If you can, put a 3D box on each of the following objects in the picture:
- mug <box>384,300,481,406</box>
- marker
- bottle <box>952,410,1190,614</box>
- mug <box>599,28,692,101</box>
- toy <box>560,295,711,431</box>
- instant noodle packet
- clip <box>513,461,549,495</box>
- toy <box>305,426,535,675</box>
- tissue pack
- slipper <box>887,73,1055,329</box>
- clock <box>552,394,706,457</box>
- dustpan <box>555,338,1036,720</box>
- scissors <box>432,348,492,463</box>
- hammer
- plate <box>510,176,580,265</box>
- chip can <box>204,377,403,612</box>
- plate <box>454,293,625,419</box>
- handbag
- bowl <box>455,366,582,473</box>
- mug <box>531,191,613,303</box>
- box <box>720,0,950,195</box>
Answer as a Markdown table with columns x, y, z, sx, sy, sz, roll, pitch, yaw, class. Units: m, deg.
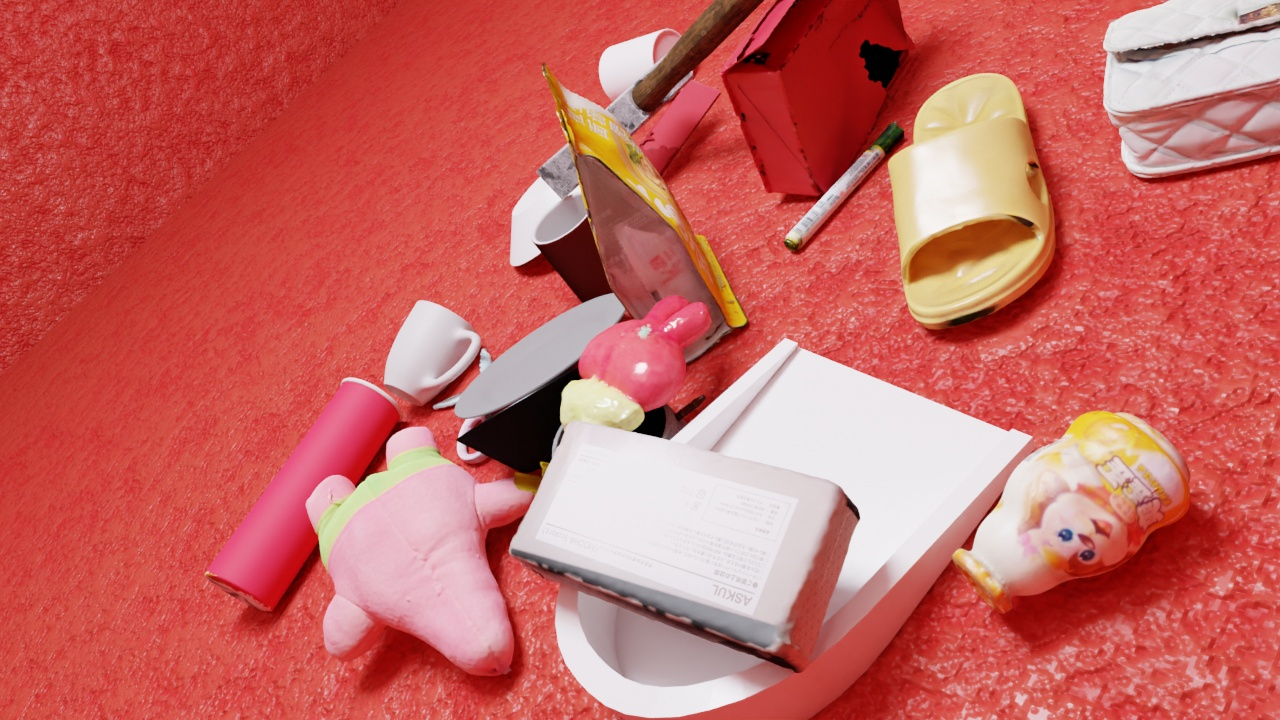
| x | y | z | sx | sy | sz | roll | pitch | yaw | class |
| --- | --- | --- | --- | --- | --- | --- | --- | --- | --- |
| -0.203 | -0.001 | 0.910 | 0.107 | 0.071 | 0.089 | 8 | 64 | 43 | mug |
| 0.171 | -0.146 | 0.769 | 0.146 | 0.017 | 0.017 | -46 | 34 | -12 | marker |
| 0.202 | 0.074 | 0.438 | 0.108 | 0.063 | 0.063 | -39 | 33 | 1 | bottle |
| 0.018 | -0.365 | 1.136 | 0.091 | 0.074 | 0.110 | 1 | 25 | 44 | mug |
| -0.004 | 0.004 | 0.643 | 0.092 | 0.045 | 0.135 | 19 | 61 | 45 | toy |
| -0.010 | -0.123 | 0.732 | 0.084 | 0.221 | 0.162 | -28 | 36 | 10 | instant noodle packet |
| -0.070 | 0.100 | 0.688 | 0.048 | 0.054 | 0.046 | 28 | 92 | 30 | clip |
| -0.157 | 0.147 | 0.679 | 0.191 | 0.097 | 0.237 | -38 | 47 | -13 | toy |
| 0.026 | 0.094 | 0.501 | 0.182 | 0.071 | 0.103 | 6 | 61 | 40 | tissue pack |
| 0.230 | -0.136 | 0.649 | 0.100 | 0.078 | 0.262 | -14 | 41 | 29 | slipper |
| -0.021 | 0.077 | 0.653 | 0.104 | 0.056 | 0.147 | 20 | 60 | 43 | clock |
| 0.066 | 0.097 | 0.535 | 0.257 | 0.053 | 0.192 | -49 | 39 | -12 | dustpan |
| -0.138 | 0.034 | 0.855 | 0.171 | 0.013 | 0.175 | -18 | 38 | 28 | scissors |
| 0.039 | -0.271 | 0.809 | 0.217 | 0.037 | 0.301 | -50 | 11 | -33 | hammer |
| -0.095 | -0.181 | 1.009 | 0.174 | 0.036 | 0.173 | -38 | 23 | 19 | plate |
| -0.312 | 0.123 | 0.866 | 0.069 | 0.069 | 0.220 | -4 | 47 | 41 | chip can |
| -0.083 | -0.002 | 0.794 | 0.178 | 0.012 | 0.178 | -30 | 17 | 10 | plate |
| 0.395 | -0.196 | 0.565 | 0.195 | 0.072 | 0.138 | -8 | 43 | 37 | handbag |
| -0.077 | 0.053 | 0.721 | 0.124 | 0.052 | 0.124 | -30 | 0 | 0 | bowl |
| -0.037 | -0.113 | 0.869 | 0.106 | 0.082 | 0.073 | -26 | 35 | 18 | mug |
| 0.209 | -0.288 | 0.694 | 0.212 | 0.148 | 0.376 | -56 | 12 | -26 | box |
